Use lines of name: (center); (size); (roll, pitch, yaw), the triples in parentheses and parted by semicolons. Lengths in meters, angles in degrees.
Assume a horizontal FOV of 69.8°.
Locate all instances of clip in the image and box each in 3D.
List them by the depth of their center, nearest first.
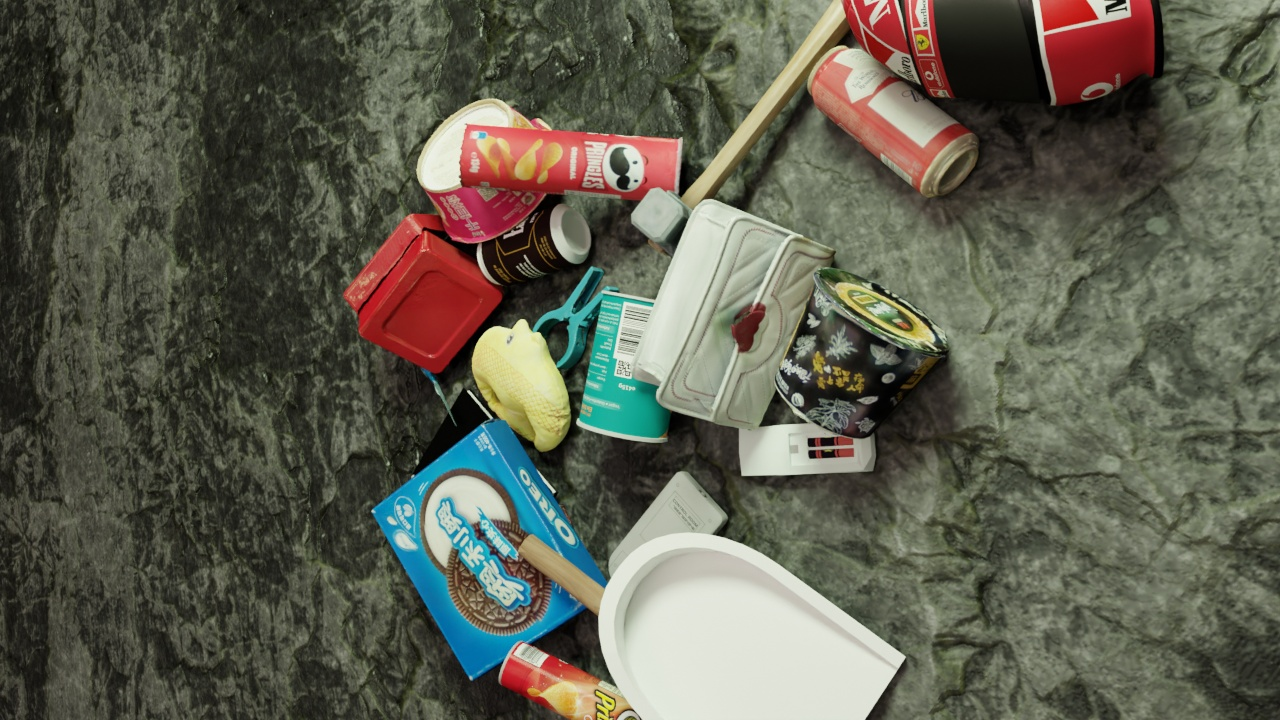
clip: (-0.089, -0.059, 1.086); (0.121, 0.031, 0.130); (29, 103, 37)

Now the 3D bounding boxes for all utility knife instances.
utility knife: (-0.285, 0.002, 1.206); (0.015, 0.031, 0.225); (-32, 61, -7)

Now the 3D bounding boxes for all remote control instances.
remote control: (0.160, 0.087, 0.902); (0.144, 0.024, 0.049); (-7, 83, 34)
remote control: (0.026, 0.197, 0.990); (0.074, 0.019, 0.151); (46, 111, 28)

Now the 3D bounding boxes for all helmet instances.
helmet: (0.275, -0.326, 0.747); (0.225, 0.197, 0.270); (-9, 81, 26)

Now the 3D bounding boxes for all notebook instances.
notebook: (-0.200, 0.154, 1.139); (0.206, 0.016, 0.149); (43, 108, 34)

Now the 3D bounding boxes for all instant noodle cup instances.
instant noodle cup: (0.192, -0.002, 0.830); (0.137, 0.137, 0.112); (42, 120, 29)
instant noodle cup: (-0.189, -0.234, 1.092); (0.179, 0.077, 0.178); (-18, 52, 24)

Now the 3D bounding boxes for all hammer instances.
hammer: (0.117, -0.238, 0.918); (0.051, 0.117, 0.323); (43, 101, 19)
hammer: (0.003, 0.284, 0.941); (0.328, 0.052, 0.098); (36, 98, 19)

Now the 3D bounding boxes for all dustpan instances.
dustpan: (0.082, 0.276, 0.861); (0.258, 0.053, 0.191); (33, 81, 25)

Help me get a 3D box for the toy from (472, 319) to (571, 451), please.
toy: (-0.142, 0.024, 1.081); (0.170, 0.064, 0.155); (38, 133, 32)

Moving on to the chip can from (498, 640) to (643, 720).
chip can: (-0.045, 0.365, 0.968); (0.215, 0.051, 0.052); (21, 99, 16)

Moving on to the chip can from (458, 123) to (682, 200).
chip can: (-0.073, -0.211, 0.984); (0.233, 0.073, 0.073); (4, 89, 0)

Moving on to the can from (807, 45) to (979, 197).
can: (0.231, -0.223, 0.850); (0.170, 0.067, 0.067); (49, 113, 27)

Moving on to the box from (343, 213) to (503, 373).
box: (-0.267, -0.081, 1.152); (0.158, 0.146, 0.156); (-44, 75, 24)

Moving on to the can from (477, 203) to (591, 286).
can: (-0.126, -0.135, 1.086); (0.129, 0.071, 0.072); (-13, 79, 33)

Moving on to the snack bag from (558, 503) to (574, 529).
snack bag: (-0.133, 0.237, 1.097); (0.155, 0.018, 0.074); (-35, 67, 27)

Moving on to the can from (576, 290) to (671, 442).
can: (-0.006, 0.006, 0.977); (0.099, 0.099, 0.144); (13, 94, 34)

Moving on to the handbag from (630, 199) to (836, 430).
handbag: (0.094, -0.039, 0.889); (0.096, 0.142, 0.199); (42, 114, 61)

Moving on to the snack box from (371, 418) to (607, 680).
snack box: (-0.176, 0.217, 1.059); (0.196, 0.056, 0.239); (-37, 81, 20)
